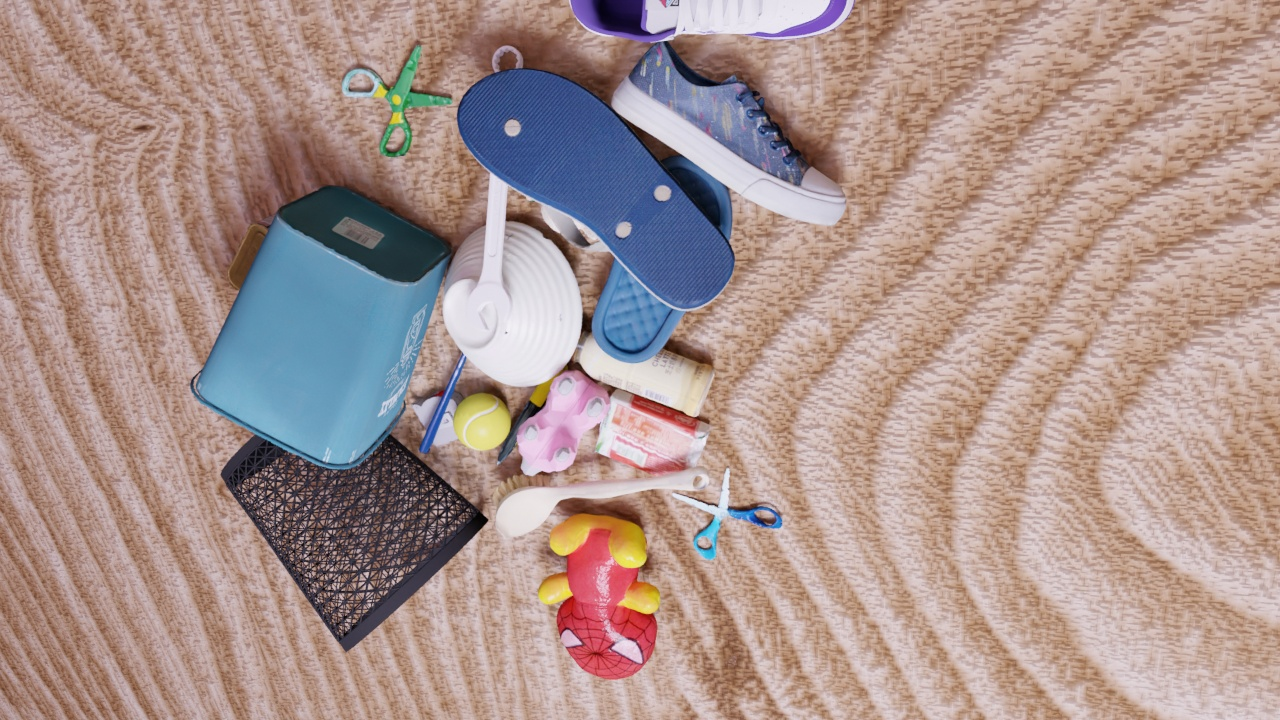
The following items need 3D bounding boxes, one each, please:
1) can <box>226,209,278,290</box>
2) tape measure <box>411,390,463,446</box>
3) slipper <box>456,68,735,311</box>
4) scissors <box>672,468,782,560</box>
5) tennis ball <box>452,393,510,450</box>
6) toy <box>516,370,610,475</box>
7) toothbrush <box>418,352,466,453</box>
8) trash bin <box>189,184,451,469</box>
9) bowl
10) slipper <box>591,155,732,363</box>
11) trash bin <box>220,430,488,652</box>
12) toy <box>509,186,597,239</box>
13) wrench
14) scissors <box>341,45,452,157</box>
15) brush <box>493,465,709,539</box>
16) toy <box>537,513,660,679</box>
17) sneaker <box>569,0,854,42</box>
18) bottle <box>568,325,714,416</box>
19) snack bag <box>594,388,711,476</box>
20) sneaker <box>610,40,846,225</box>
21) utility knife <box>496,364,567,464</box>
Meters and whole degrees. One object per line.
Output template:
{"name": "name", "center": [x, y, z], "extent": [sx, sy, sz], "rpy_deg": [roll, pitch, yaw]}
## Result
{"name": "can", "center": [-0.417, -0.119, 1.033], "extent": [0.054, 0.058, 0.100], "rpy_deg": [39, 120, -4]}
{"name": "tape measure", "center": [-0.233, 0.067, 1.089], "extent": [0.062, 0.020, 0.060], "rpy_deg": [-19, 109, 25]}
{"name": "slipper", "center": [-0.036, -0.160, 0.848], "extent": [0.295, 0.060, 0.118], "rpy_deg": [41, 89, 1]}
{"name": "scissors", "center": [0.098, 0.177, 1.044], "extent": [0.133, 0.014, 0.127], "rpy_deg": [11, 114, 17]}
{"name": "tennis ball", "center": [-0.181, 0.070, 1.048], "extent": [0.065, 0.065, 0.065], "rpy_deg": [7, 117, 14]}
{"name": "toy", "center": [-0.089, 0.073, 0.998], "extent": [0.067, 0.158, 0.123], "rpy_deg": [36, 81, -2]}
{"name": "toothbrush", "center": [-0.212, 0.029, 1.049], "extent": [0.017, 0.016, 0.190], "rpy_deg": [28, 111, -2]}
{"name": "trash bin", "center": [-0.322, -0.045, 0.970], "extent": [0.199, 0.196, 0.219], "rpy_deg": [28, 115, -4]}
{"name": "bowl", "center": [-0.152, -0.052, 0.945], "extent": [0.177, 0.070, 0.177], "rpy_deg": [8, 106, 28]}
{"name": "slipper", "center": [0.020, -0.092, 0.892], "extent": [0.104, 0.059, 0.214], "rpy_deg": [24, 107, 2]}
{"name": "trash bin", "center": [-0.342, 0.173, 1.079], "extent": [0.243, 0.216, 0.218], "rpy_deg": [48, 120, -1]}
{"name": "toy", "center": [-0.070, -0.167, 0.903], "extent": [0.112, 0.050, 0.087], "rpy_deg": [25, 115, 11]}
{"name": "wrench", "center": [-0.138, -0.164, 0.885], "extent": [0.047, 0.009, 0.273], "rpy_deg": [6, 93, 18]}
{"name": "scissors", "center": [-0.252, -0.269, 0.933], "extent": [0.127, 0.011, 0.126], "rpy_deg": [33, 122, 0]}
{"name": "brush", "center": [-0.049, 0.147, 1.020], "extent": [0.273, 0.077, 0.062], "rpy_deg": [-14, 141, 24]}
{"name": "toy", "center": [-0.041, 0.284, 1.092], "extent": [0.148, 0.098, 0.216], "rpy_deg": [11, 118, 26]}
{"name": "sneaker", "center": [0.050, -0.307, 0.759], "extent": [0.244, 0.110, 0.092], "rpy_deg": [5, 117, 15]}
{"name": "bottle", "center": [-0.006, 0.006, 0.965], "extent": [0.162, 0.056, 0.057], "rpy_deg": [21, 120, 7]}
{"name": "snack bag", "center": [0.012, 0.086, 1.011], "extent": [0.116, 0.036, 0.077], "rpy_deg": [21, 119, 7]}
{"name": "sneaker", "center": [0.088, -0.204, 0.817], "extent": [0.235, 0.087, 0.079], "rpy_deg": [32, 115, 4]}
{"name": "utility knife", "center": [-0.129, 0.065, 1.052], "extent": [0.020, 0.028, 0.175], "rpy_deg": [38, 122, 4]}
